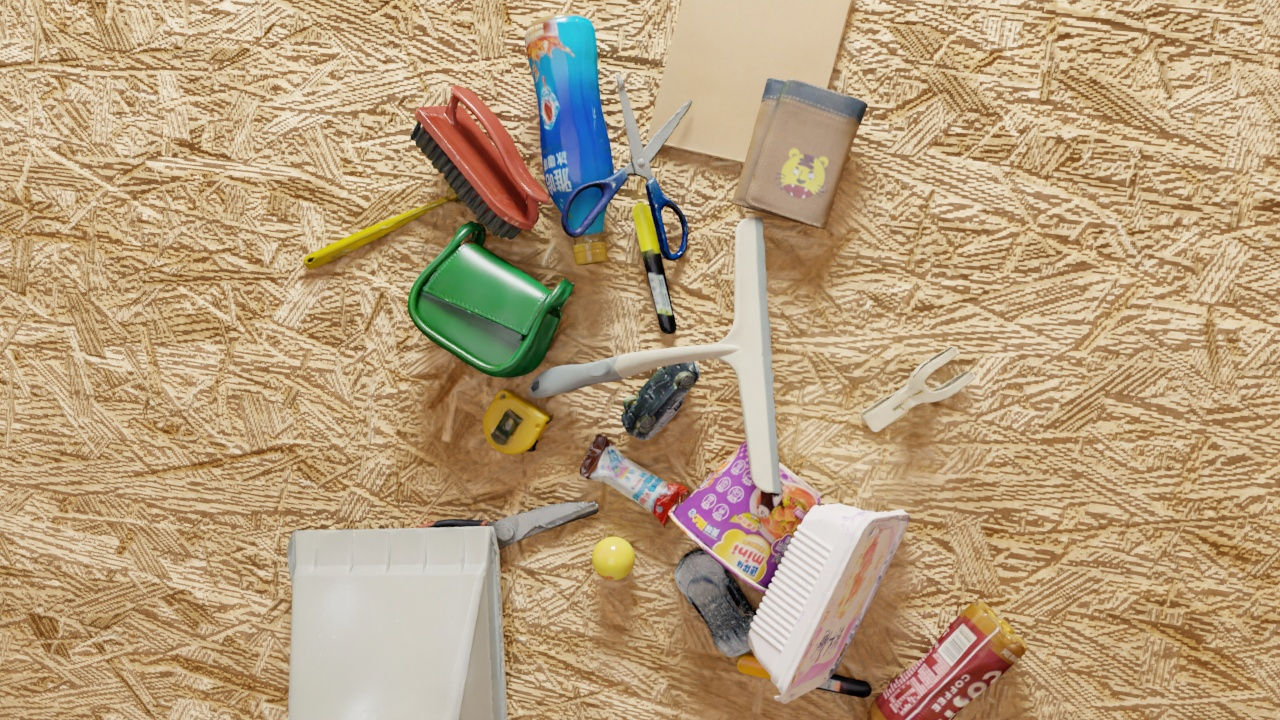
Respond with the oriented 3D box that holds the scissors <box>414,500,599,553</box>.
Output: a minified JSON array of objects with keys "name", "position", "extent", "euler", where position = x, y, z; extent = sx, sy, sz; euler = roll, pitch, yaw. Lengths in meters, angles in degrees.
[{"name":"scissors","position":[-0.137,0.186,0.894],"extent":[0.210,0.015,0.177],"euler":[16,95,10]}]

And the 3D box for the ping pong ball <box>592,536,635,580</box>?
[{"name":"ping pong ball","position":[-0.025,0.185,0.859],"extent":[0.040,0.040,0.040],"euler":[1,93,10]}]

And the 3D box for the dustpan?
[{"name":"dustpan","position":[-0.234,0.309,0.912],"extent":[0.223,0.143,0.257],"euler":[-3,67,12]}]

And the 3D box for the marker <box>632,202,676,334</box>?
[{"name":"marker","position":[0.013,-0.085,0.851],"extent":[0.018,0.015,0.124],"euler":[-13,94,4]}]

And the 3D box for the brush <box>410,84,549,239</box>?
[{"name":"brush","position":[-0.141,-0.180,0.841],"extent":[0.146,0.063,0.069],"euler":[52,124,7]}]

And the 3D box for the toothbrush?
[{"name":"toothbrush","position":[-0.248,-0.132,0.895],"extent":[0.190,0.016,0.015],"euler":[-22,88,11]}]

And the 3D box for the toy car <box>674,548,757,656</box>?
[{"name":"toy car","position":[0.072,0.224,0.849],"extent":[0.049,0.031,0.105],"euler":[-35,86,10]}]

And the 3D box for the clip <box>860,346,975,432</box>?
[{"name":"clip","position":[0.239,0.028,0.800],"extent":[0.101,0.076,0.035],"euler":[-32,87,10]}]

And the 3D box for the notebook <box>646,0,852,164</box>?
[{"name":"notebook","position":[0.102,-0.285,0.824],"extent":[0.149,0.012,0.211],"euler":[16,96,11]}]

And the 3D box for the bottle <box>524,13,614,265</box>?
[{"name":"bottle","position":[-0.059,-0.196,0.831],"extent":[0.065,0.065,0.218],"euler":[-8,91,11]}]

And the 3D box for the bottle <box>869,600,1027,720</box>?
[{"name":"bottle","position":[0.256,0.290,0.804],"extent":[0.057,0.057,0.175],"euler":[42,100,6]}]

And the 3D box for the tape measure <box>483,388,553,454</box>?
[{"name":"tape measure","position":[-0.122,0.061,0.877],"extent":[0.060,0.029,0.057],"euler":[32,99,8]}]

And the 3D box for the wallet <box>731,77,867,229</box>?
[{"name":"wallet","position":[0.137,-0.181,0.802],"extent":[0.090,0.033,0.115],"euler":[19,101,9]}]

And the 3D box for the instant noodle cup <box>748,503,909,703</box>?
[{"name":"instant noodle cup","position":[0.156,0.196,0.790],"extent":[0.060,0.137,0.173],"euler":[30,99,31]}]

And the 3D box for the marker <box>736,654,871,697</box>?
[{"name":"marker","position":[0.150,0.291,0.847],"extent":[0.124,0.015,0.018],"euler":[10,96,7]}]

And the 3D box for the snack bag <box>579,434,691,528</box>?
[{"name":"snack bag","position":[-0.006,0.113,0.859],"extent":[0.105,0.026,0.045],"euler":[31,101,10]}]

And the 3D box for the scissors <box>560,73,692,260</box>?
[{"name":"scissors","position":[-0.004,-0.162,0.815],"extent":[0.162,0.012,0.176],"euler":[-31,111,-18]}]

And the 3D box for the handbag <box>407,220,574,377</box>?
[{"name":"handbag","position":[-0.139,-0.052,0.859],"extent":[0.131,0.068,0.120],"euler":[33,90,9]}]

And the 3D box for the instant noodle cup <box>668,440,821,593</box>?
[{"name":"instant noodle cup","position":[0.097,0.131,0.804],"extent":[0.111,0.111,0.099],"euler":[38,92,6]}]

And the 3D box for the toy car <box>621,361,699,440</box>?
[{"name":"toy car","position":[0.020,0.034,0.843],"extent":[0.034,0.043,0.091],"euler":[35,100,-33]}]

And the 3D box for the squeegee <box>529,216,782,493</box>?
[{"name":"squeegee","position":[-0.005,0.005,0.816],"extent":[0.247,0.039,0.246],"euler":[-10,70,27]}]
